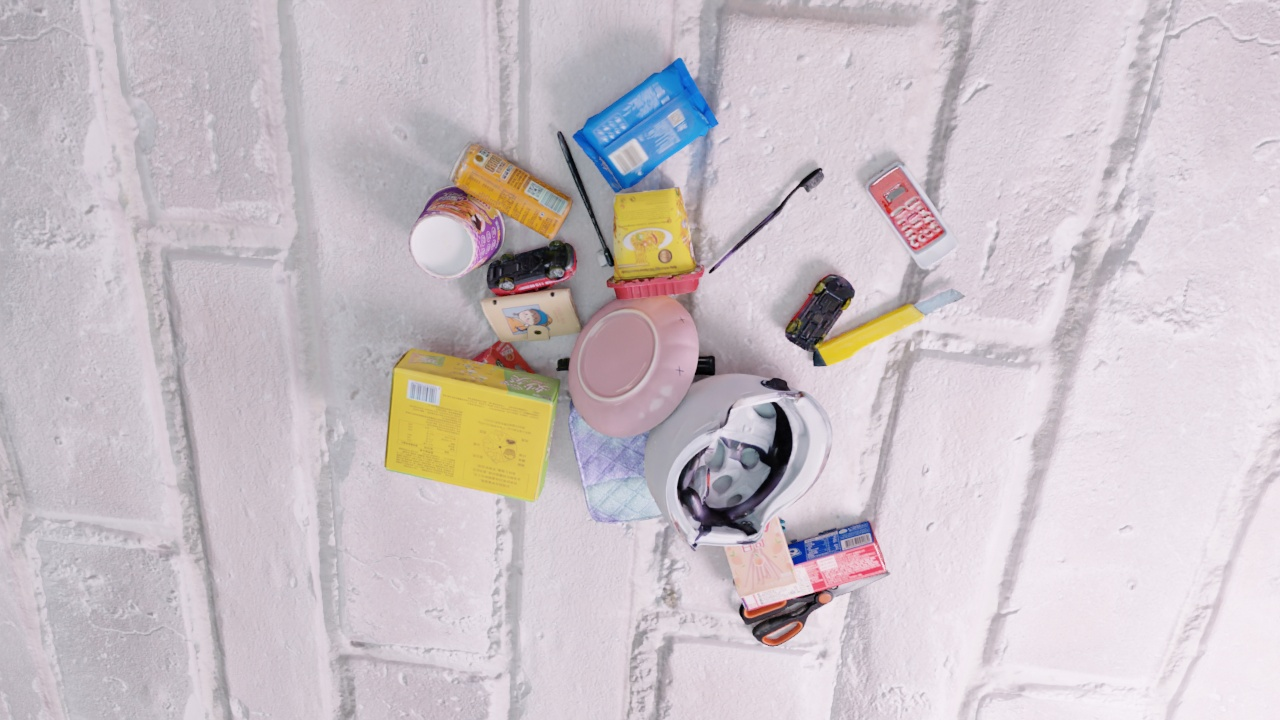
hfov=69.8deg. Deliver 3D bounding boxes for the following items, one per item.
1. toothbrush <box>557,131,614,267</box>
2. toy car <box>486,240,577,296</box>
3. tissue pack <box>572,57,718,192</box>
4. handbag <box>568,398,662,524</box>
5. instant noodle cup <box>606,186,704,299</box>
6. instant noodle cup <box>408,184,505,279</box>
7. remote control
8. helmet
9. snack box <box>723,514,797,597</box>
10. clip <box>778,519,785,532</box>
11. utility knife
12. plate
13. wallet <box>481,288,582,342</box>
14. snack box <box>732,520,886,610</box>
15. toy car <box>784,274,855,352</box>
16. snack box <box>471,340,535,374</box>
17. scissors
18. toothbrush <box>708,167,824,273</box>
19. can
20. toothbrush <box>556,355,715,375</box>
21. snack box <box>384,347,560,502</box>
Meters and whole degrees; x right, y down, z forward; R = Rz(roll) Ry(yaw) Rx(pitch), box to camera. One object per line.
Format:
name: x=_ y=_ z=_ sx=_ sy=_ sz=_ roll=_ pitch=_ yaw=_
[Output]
toothbrush: x=-0.071 y=-0.198 z=1.144 sx=0.018 sy=0.015 sz=0.181 roll=-12 pitch=112 yaw=20
toy car: x=-0.136 y=-0.114 z=1.167 sx=0.121 sy=0.052 sz=0.045 roll=-13 pitch=146 yaw=17
tissue pack: x=0.007 y=-0.276 z=1.083 sx=0.157 sy=0.052 sz=0.095 roll=-32 pitch=108 yaw=17
handbag: x=-0.019 y=0.121 z=1.244 sx=0.134 sy=0.075 sz=0.194 roll=-8 pitch=113 yaw=4
instant noodle cup: x=0.015 y=-0.144 z=1.112 sx=0.116 sy=0.116 sz=0.124 roll=-5 pitch=101 yaw=8
instant noodle cup: x=-0.231 y=-0.154 z=1.134 sx=0.111 sy=0.099 sz=0.112 roll=2 pitch=112 yaw=4
remote control: x=0.328 y=-0.175 z=1.110 sx=0.056 sy=0.020 sz=0.136 roll=-35 pitch=105 yaw=17
helmet: x=0.108 y=0.112 z=1.173 sx=0.258 sy=0.146 sz=0.229 roll=-14 pitch=123 yaw=-35
snack box: x=0.154 y=0.241 z=1.267 sx=0.084 sy=0.026 sz=0.157 roll=-18 pitch=85 yaw=13
clip: x=0.179 y=0.236 z=1.305 sx=0.056 sy=0.014 sz=0.040 roll=-1 pitch=114 yaw=8
utility knife: x=0.312 y=-0.042 z=1.169 sx=0.207 sy=0.015 sz=0.033 roll=-26 pitch=107 yaw=18
plate: x=-0.019 y=-0.001 z=1.136 sx=0.193 sy=0.192 sz=0.039 roll=-37 pitch=143 yaw=19
wallet: x=-0.139 y=-0.056 z=1.190 sx=0.115 sy=0.024 sz=0.087 roll=-8 pitch=140 yaw=7
snack box: x=0.236 y=0.291 z=1.299 sx=0.208 sy=0.057 sz=0.058 roll=-20 pitch=112 yaw=13
toy car: x=0.228 y=-0.062 z=1.162 sx=0.049 sy=0.031 sz=0.106 roll=29 pitch=114 yaw=-7
snack box: x=-0.201 y=0.051 z=1.247 sx=0.127 sy=0.044 sz=0.113 roll=-34 pitch=106 yaw=17
scissors: x=0.261 y=0.358 z=1.350 sx=0.234 sy=0.021 sz=0.163 roll=-6 pitch=119 yaw=1
toothbrush: x=0.154 y=-0.169 z=1.135 sx=0.016 sy=0.014 sz=0.189 roll=39 pitch=112 yaw=-24
can: x=-0.158 y=-0.208 z=1.125 sx=0.146 sy=0.058 sz=0.058 roll=29 pitch=113 yaw=-7
toothbrush: x=-0.007 y=0.007 z=1.220 sx=0.213 sy=0.026 sz=0.027 roll=0 pitch=78 yaw=7
snack box: x=-0.219 y=0.085 z=1.201 sx=0.210 sy=0.070 sz=0.158 roll=12 pitch=115 yaw=0
